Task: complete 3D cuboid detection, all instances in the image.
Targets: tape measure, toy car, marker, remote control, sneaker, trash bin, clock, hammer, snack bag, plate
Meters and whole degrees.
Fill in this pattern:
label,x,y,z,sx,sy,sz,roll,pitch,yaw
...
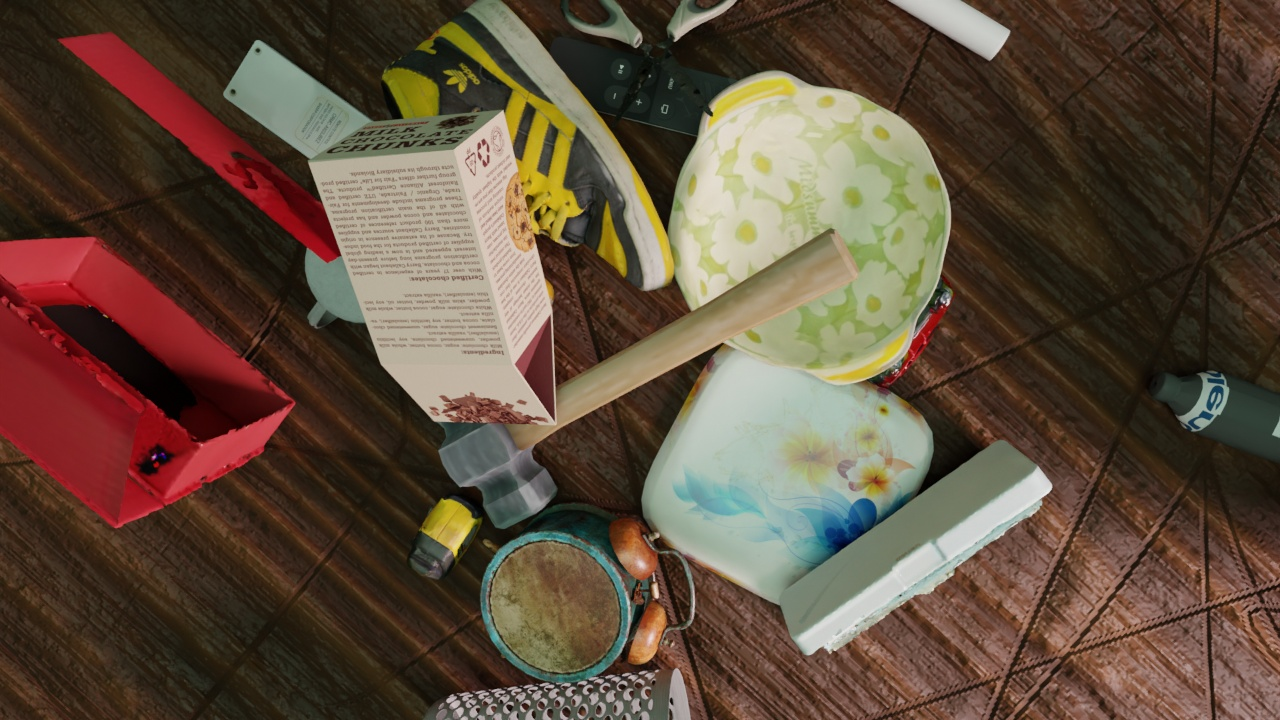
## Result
label,x,y,z,sx,sy,sz,roll,pitch,yaw
tape measure,-0.148,0.131,0.690,0.037,0.066,0.064,31,75,4
toy car,0.188,-0.023,0.656,0.036,0.042,0.091,21,105,-37
marker,0.193,-0.254,0.638,0.133,0.023,0.027,31,77,0
remote control,0.002,-0.196,0.666,0.146,0.008,0.045,15,98,2
sneaker,-0.086,-0.125,0.620,0.122,0.086,0.238,-34,81,-11
remote control,-0.243,-0.179,0.686,0.136,0.011,0.050,36,98,-1
trash bin,-0.058,0.311,0.662,0.183,0.156,0.156,-7,96,8
clock,-0.035,0.169,0.681,0.158,0.073,0.121,-6,96,16
hammer,-0.004,0.004,0.631,0.324,0.051,0.117,-28,94,21
snack bag,-0.119,-0.044,0.586,0.094,0.069,0.207,1,122,19
plate,0.109,0.088,0.689,0.187,0.016,0.187,28,98,1

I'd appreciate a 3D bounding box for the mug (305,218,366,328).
label,x,y,z,sx,sy,sz,roll,pitch,yaw
mug,-0.204,-0.059,0.669,0.113,0.070,0.084,-39,93,6

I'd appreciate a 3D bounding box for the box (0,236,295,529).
label,x,y,z,sx,sy,sz,roll,pitch,yaw
box,-0.364,-0.002,0.539,0.211,0.378,0.124,40,82,0

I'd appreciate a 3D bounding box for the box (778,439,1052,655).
label,x,y,z,sx,sy,sz,roll,pitch,yaw
box,0.196,0.141,0.646,0.197,0.078,0.122,-38,134,8

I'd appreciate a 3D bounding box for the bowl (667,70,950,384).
label,x,y,z,sx,sy,sz,roll,pitch,yaw
bowl,0.114,-0.091,0.645,0.188,0.060,0.219,-25,95,7

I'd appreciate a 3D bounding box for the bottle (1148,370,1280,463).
label,x,y,z,sx,sy,sz,roll,pitch,yaw
bottle,0.415,0.036,0.645,0.112,0.047,0.047,21,98,2

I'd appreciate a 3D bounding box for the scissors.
label,x,y,z,sx,sy,sz,roll,pitch,yaw
scissors,0.007,-0.226,0.629,0.157,0.013,0.170,29,70,22

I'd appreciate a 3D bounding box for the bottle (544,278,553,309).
label,x,y,z,sx,sy,sz,roll,pitch,yaw
bottle,-0.112,-0.066,0.664,0.063,0.063,0.109,-37,85,7
